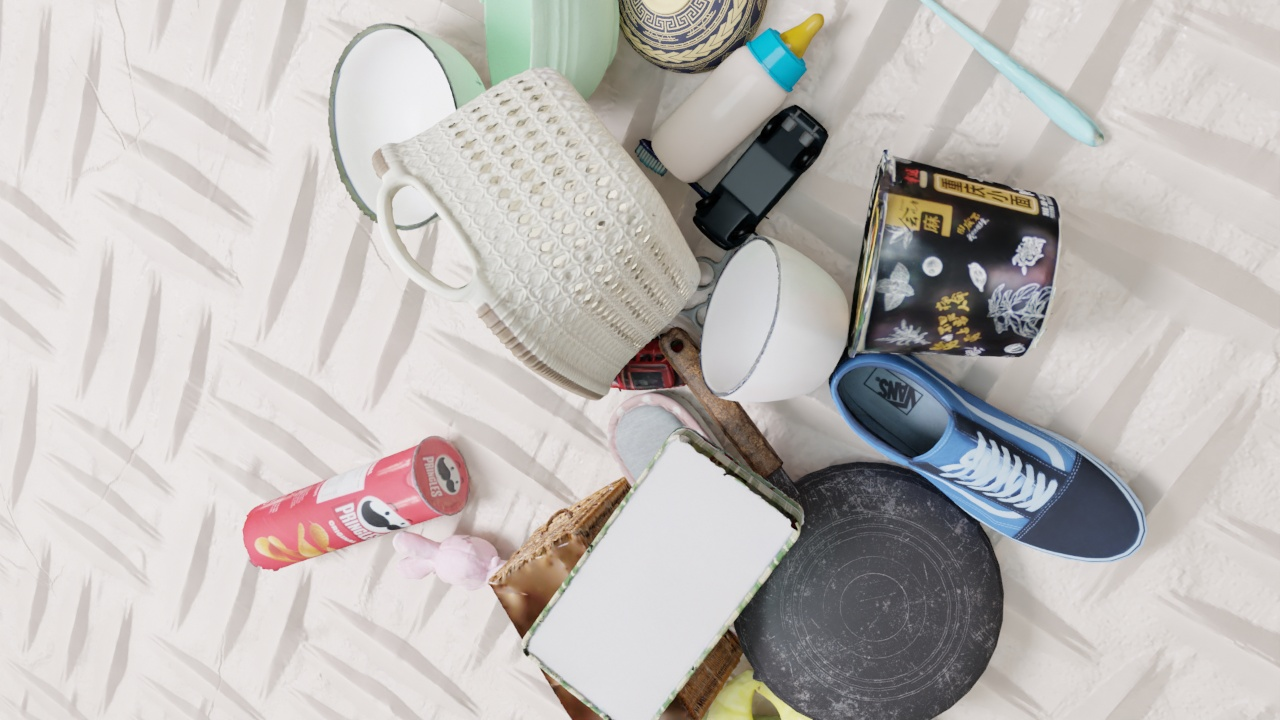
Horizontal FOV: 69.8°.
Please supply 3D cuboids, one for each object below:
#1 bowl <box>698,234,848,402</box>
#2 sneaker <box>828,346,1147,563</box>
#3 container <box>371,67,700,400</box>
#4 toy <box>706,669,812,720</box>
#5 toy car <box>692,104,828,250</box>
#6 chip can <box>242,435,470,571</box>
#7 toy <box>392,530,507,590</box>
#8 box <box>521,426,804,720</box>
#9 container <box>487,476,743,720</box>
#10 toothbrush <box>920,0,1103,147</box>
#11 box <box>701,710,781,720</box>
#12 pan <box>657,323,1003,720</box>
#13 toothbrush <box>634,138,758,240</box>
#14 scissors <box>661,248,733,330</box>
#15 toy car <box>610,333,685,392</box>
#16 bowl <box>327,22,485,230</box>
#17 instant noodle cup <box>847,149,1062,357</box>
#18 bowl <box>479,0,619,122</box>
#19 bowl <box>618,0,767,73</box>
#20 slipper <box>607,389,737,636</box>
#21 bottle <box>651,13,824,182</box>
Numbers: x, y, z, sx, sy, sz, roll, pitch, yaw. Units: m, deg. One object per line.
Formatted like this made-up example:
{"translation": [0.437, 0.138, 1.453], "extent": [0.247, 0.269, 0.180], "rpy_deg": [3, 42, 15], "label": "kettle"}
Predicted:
{"translation": [0.095, -0.023, 0.641], "extent": [0.065, 0.116, 0.116], "rpy_deg": [14, 113, -19], "label": "bowl"}
{"translation": [0.231, 0.073, 0.629], "extent": [0.241, 0.098, 0.084], "rpy_deg": [34, 114, 10], "label": "sneaker"}
{"translation": [-0.058, -0.080, 0.625], "extent": [0.143, 0.246, 0.184], "rpy_deg": [-38, 76, 3], "label": "container"}
{"translation": [0.128, 0.327, 0.730], "extent": [0.171, 0.064, 0.154], "rpy_deg": [-3, 79, 21], "label": "toy"}
{"translation": [0.087, -0.132, 0.666], "extent": [0.046, 0.034, 0.112], "rpy_deg": [43, 104, 6], "label": "toy car"}
{"translation": [-0.273, 0.139, 0.862], "extent": [0.233, 0.073, 0.073], "rpy_deg": [-21, 96, 25], "label": "chip can"}
{"translation": [-0.170, 0.182, 0.835], "extent": [0.110, 0.047, 0.064], "rpy_deg": [9, 144, -5], "label": "toy"}
{"translation": [0.015, 0.157, 0.655], "extent": [0.117, 0.049, 0.206], "rpy_deg": [35, 99, 9], "label": "box"}
{"translation": [-0.021, 0.213, 0.760], "extent": [0.114, 0.112, 0.198], "rpy_deg": [-34, 89, 26], "label": "container"}
{"translation": [0.232, -0.200, 0.602], "extent": [0.180, 0.016, 0.016], "rpy_deg": [42, 114, 5], "label": "toothbrush"}
{"translation": [0.083, 0.374, 0.800], "extent": [0.188, 0.044, 0.141], "rpy_deg": [-7, 80, 22], "label": "box"}
{"translation": [0.122, 0.116, 0.678], "extent": [0.207, 0.040, 0.357], "rpy_deg": [-38, 88, 2], "label": "pan"}
{"translation": [0.067, -0.103, 0.694], "extent": [0.189, 0.016, 0.017], "rpy_deg": [43, 125, 7], "label": "toothbrush"}
{"translation": [0.005, -0.047, 0.732], "extent": [0.171, 0.014, 0.095], "rpy_deg": [0, 112, 20], "label": "scissors"}
{"translation": [-0.004, 0.004, 0.736], "extent": [0.091, 0.036, 0.042], "rpy_deg": [2, 122, 26], "label": "toy car"}
{"translation": [-0.171, -0.183, 0.725], "extent": [0.154, 0.072, 0.153], "rpy_deg": [12, 110, 35], "label": "bowl"}
{"translation": [0.201, -0.062, 0.594], "extent": [0.112, 0.137, 0.137], "rpy_deg": [8, 107, 9], "label": "instant noodle cup"}
{"translation": [-0.062, -0.243, 0.654], "extent": [0.077, 0.151, 0.151], "rpy_deg": [-6, 106, -20], "label": "bowl"}
{"translation": [0.028, -0.260, 0.641], "extent": [0.112, 0.061, 0.112], "rpy_deg": [6, 106, 20], "label": "bowl"}
{"translation": [0.068, 0.144, 0.737], "extent": [0.114, 0.054, 0.274], "rpy_deg": [-40, 87, 26], "label": "slipper"}
{"translation": [0.072, -0.189, 0.648], "extent": [0.146, 0.051, 0.051], "rpy_deg": [-40, 87, 25], "label": "bottle"}
